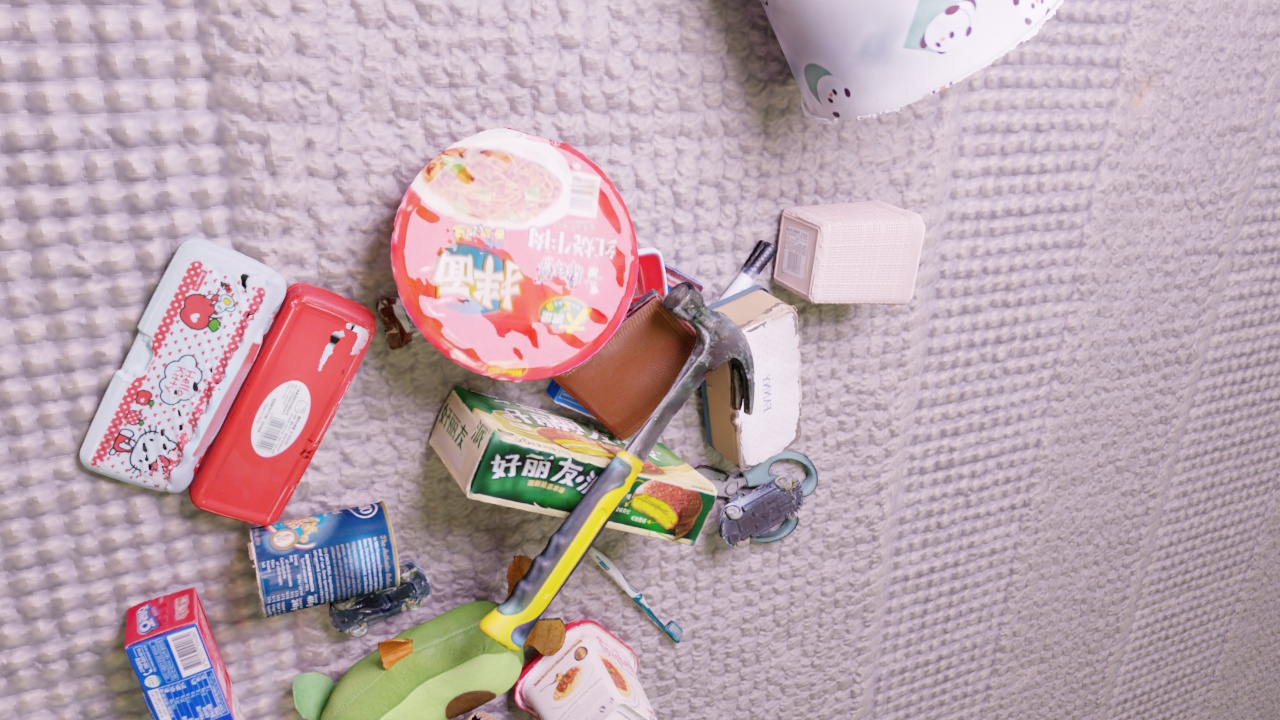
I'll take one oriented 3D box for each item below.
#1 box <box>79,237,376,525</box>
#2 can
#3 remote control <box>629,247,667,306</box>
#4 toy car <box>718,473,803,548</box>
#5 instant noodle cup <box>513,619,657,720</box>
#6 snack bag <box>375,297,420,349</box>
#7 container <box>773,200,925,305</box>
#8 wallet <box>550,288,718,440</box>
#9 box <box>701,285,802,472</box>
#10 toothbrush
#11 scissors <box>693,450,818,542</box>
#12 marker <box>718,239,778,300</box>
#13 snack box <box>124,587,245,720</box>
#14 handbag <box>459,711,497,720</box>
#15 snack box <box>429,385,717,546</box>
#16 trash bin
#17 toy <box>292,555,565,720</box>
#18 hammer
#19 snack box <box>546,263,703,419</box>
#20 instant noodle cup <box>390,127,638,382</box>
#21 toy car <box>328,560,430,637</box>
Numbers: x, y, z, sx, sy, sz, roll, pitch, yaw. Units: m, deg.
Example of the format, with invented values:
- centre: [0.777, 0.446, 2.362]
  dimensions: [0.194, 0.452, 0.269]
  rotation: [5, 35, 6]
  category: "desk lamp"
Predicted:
- centre: [-0.313, 0.022, 0.705]
  dimensions: [0.157, 0.038, 0.201]
  rotation: [24, 99, -33]
  category: "box"
- centre: [-0.265, 0.166, 0.768]
  dimensions: [0.111, 0.075, 0.075]
  rotation: [-9, 115, -23]
  category: "can"
- centre: [-0.044, -0.062, 0.796]
  dimensions: [0.136, 0.020, 0.056]
  rotation: [-10, 105, -8]
  category: "remote control"
- centre: [0.125, 0.158, 0.971]
  dimensions: [0.105, 0.031, 0.049]
  rotation: [-26, 120, -17]
  category: "toy car"
- centre: [-0.048, 0.347, 0.928]
  dimensions: [0.116, 0.124, 0.116]
  rotation: [-46, 124, -4]
  category: "instant noodle cup"
- centre: [-0.164, -0.046, 0.759]
  dimensions: [0.105, 0.026, 0.045]
  rotation: [-23, 120, -17]
  category: "snack bag"
- centre: [0.197, -0.104, 0.885]
  dimensions: [0.110, 0.090, 0.090]
  rotation: [-4, 113, -23]
  category: "container"
- centre: [-0.005, 0.005, 0.814]
  dimensions: [0.125, 0.032, 0.101]
  rotation: [-38, 124, 11]
  category: "wallet"
- centre: [0.107, 0.014, 0.894]
  dimensions: [0.089, 0.059, 0.184]
  rotation: [-23, 124, -25]
  category: "box"
- centre: [-0.003, 0.249, 0.976]
  dimensions: [0.018, 0.016, 0.191]
  rotation: [-47, 125, -15]
  category: "toothbrush"
- centre: [0.113, 0.153, 0.992]
  dimensions: [0.179, 0.019, 0.139]
  rotation: [6, 108, -31]
  category: "scissors"
- centre: [0.086, -0.062, 0.888]
  dimensions: [0.022, 0.018, 0.130]
  rotation: [39, 90, -10]
  category: "marker"
- centre: [-0.374, 0.296, 0.778]
  dimensions: [0.057, 0.058, 0.208]
  rotation: [-17, 117, -21]
  category: "snack box"
- centre: [-0.168, 0.415, 0.866]
  dimensions: [0.205, 0.099, 0.148]
  rotation: [-31, 111, 30]
  category: "handbag"
- centre: [-0.057, 0.097, 0.822]
  dimensions: [0.239, 0.114, 0.063]
  rotation: [18, 99, -32]
  category: "snack box"
- centre: [0.170, -0.352, 0.693]
  dimensions: [0.229, 0.229, 0.252]
  rotation: [-40, 118, -7]
  category: "trash bin"
- centre: [-0.185, 0.285, 0.848]
  dimensions: [0.246, 0.090, 0.227]
  rotation: [-28, 142, -11]
  category: "toy"
- centre: [-0.016, 0.098, 0.757]
  dimensions: [0.126, 0.032, 0.323]
  rotation: [40, 82, -31]
  category: "hammer"
- centre: [-0.014, -0.019, 0.847]
  dimensions: [0.084, 0.026, 0.157]
  rotation: [24, 98, -31]
  category: "snack box"
- centre: [-0.101, -0.081, 0.730]
  dimensions: [0.193, 0.066, 0.194]
  rotation: [0, 91, -18]
  category: "instant noodle cup"
- centre: [-0.236, 0.212, 0.828]
  dimensions: [0.090, 0.034, 0.043]
  rotation: [-25, 123, -14]
  category: "toy car"
